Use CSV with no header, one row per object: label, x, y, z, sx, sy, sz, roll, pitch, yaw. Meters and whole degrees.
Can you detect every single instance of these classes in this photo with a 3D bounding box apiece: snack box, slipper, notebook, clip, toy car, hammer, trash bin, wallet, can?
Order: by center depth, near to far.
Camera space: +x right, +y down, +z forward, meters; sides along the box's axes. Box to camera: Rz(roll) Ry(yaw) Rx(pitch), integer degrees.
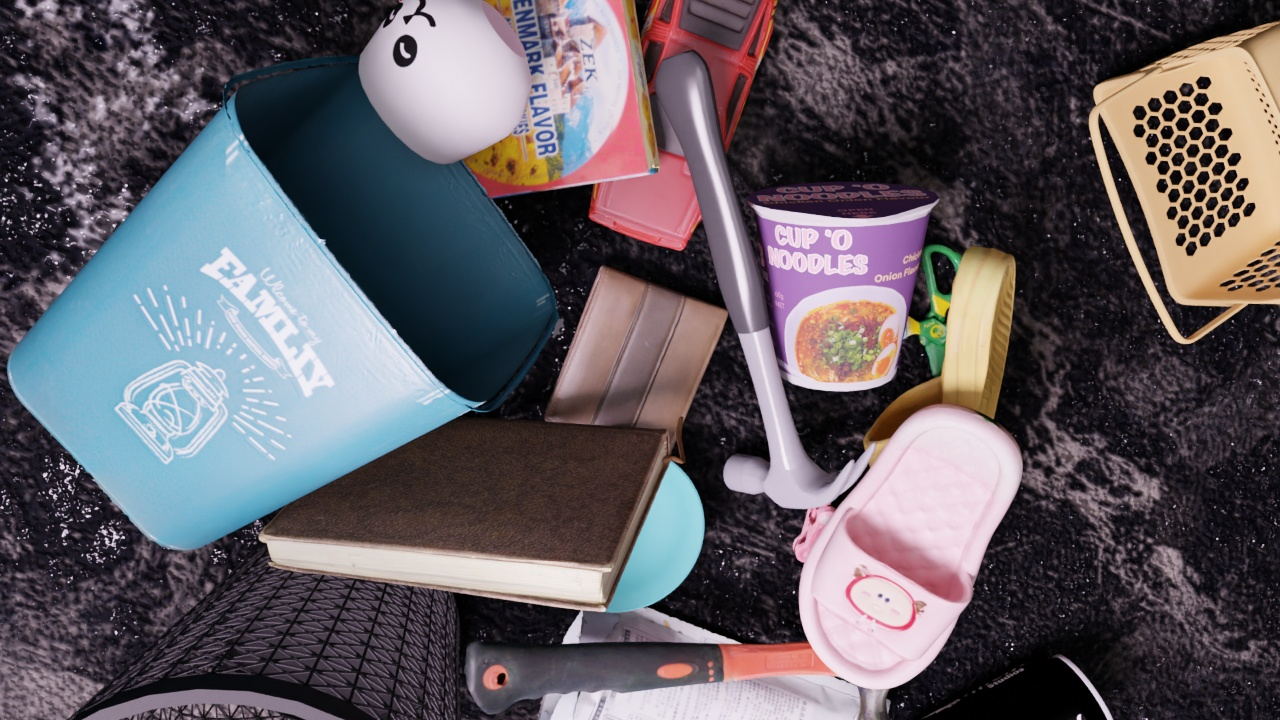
trash bin,-0.200,-0.023,0.522,0.219,0.198,0.196,-32,103,19
trash bin,-0.202,0.218,0.542,0.217,0.243,0.217,-1,105,-4
notebook,-0.091,0.072,0.572,0.216,0.189,0.034,3,117,16
snack box,-0.069,-0.178,0.577,0.145,0.040,0.142,-6,101,16
hammer,0.070,-0.042,0.593,0.029,0.125,0.311,-29,110,-35
slipper,0.172,0.127,0.605,0.107,0.055,0.222,27,117,16
toy car,0.027,-0.172,0.610,0.081,0.056,0.189,18,100,-9
hammer,0.041,0.212,0.644,0.332,0.033,0.133,4,86,-23
slipper,0.205,0.045,0.648,0.078,0.099,0.264,15,119,28
wallet,-0.004,0.004,0.650,0.098,0.027,0.121,19,97,-13
clip,0.131,0.122,0.694,0.023,0.049,0.059,12,140,-8
can,0.282,0.295,0.713,0.146,0.080,0.080,-27,102,-2

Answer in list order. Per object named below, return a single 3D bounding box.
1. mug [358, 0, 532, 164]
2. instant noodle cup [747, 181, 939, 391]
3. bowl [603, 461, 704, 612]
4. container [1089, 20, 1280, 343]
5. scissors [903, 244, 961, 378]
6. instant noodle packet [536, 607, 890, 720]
mug,-0.111,-0.177,0.528,0.076,0.090,0.123,-32,59,19
instant noodle cup,0.134,-0.048,0.614,0.122,0.136,0.122,-2,110,1
bowl,-0.019,0.114,0.657,0.121,0.046,0.121,-1,100,-8
container,0.400,-0.123,0.631,0.167,0.129,0.183,-30,103,-11
scissors,0.211,-0.020,0.682,0.116,0.012,0.130,-13,103,-3
instant noodle packet,0.059,0.281,0.687,0.269,0.057,0.146,26,67,-12
